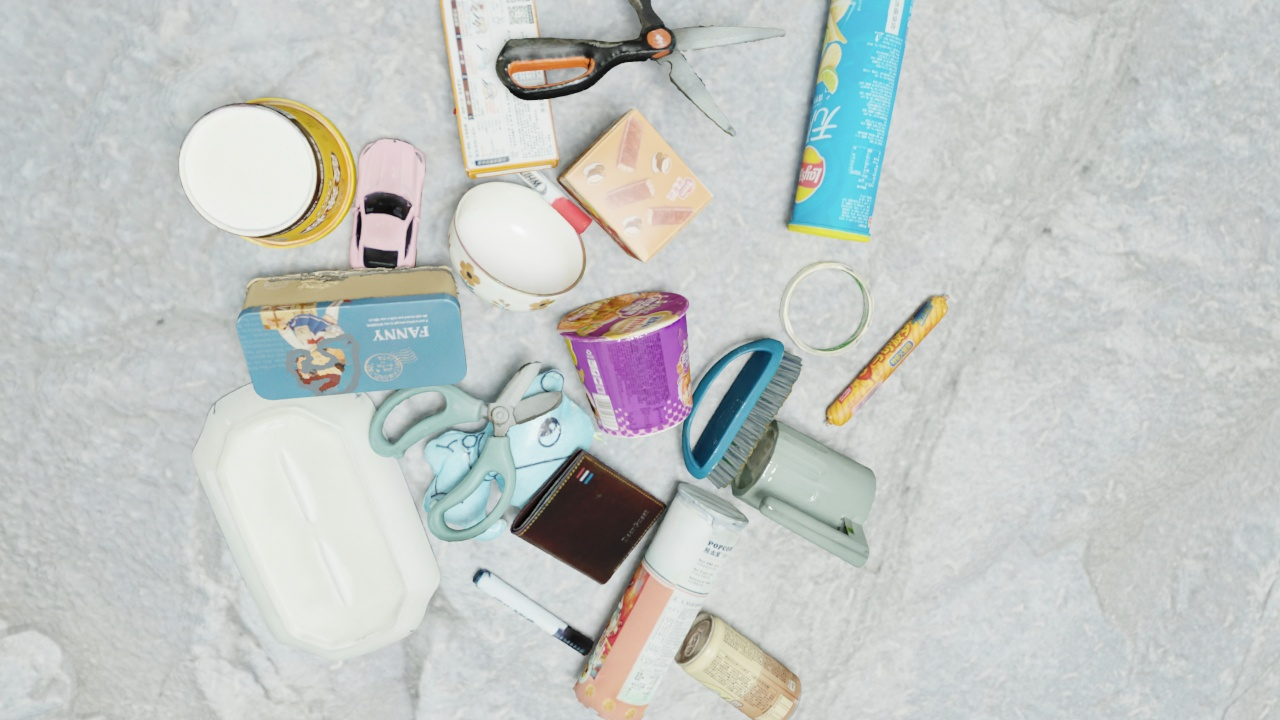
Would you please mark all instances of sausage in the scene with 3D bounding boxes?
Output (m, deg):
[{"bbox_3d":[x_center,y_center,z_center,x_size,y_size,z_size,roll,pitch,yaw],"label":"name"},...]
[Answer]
[{"bbox_3d":[0.229,0.001,0.849,0.021,0.021,0.165,42,91,-13],"label":"sausage"}]

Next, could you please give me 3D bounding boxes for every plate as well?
[{"bbox_3d":[-0.277,0.142,0.788,0.162,0.034,0.266,-18,102,-6],"label":"plate"}]

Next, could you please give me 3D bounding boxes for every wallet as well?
[{"bbox_3d":[-0.043,0.140,0.812,0.096,0.020,0.122,-49,129,3],"label":"wallet"}]

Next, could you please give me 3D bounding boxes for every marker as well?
[{"bbox_3d":[-0.097,-0.159,0.756,0.145,0.017,0.017,43,91,-1],"label":"marker"},{"bbox_3d":[-0.097,0.231,0.840,0.130,0.018,0.023,38,136,-14],"label":"marker"}]

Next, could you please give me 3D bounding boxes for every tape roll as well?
[{"bbox_3d":[0.170,-0.046,0.836,0.085,0.014,0.086,-2,100,-9],"label":"tape roll"}]

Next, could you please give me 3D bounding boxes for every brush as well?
[{"bbox_3d":[0.082,0.041,0.816,0.073,0.055,0.144,31,94,-14],"label":"brush"}]

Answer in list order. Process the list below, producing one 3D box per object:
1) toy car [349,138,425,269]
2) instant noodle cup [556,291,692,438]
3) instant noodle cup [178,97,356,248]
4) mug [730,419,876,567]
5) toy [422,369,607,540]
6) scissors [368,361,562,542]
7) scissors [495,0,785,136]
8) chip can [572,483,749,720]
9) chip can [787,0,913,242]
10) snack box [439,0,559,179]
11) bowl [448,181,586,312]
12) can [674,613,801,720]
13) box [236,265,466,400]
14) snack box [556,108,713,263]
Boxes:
[{"bbox_3d":[-0.208,-0.120,0.751,0.056,0.037,0.122,6,98,-12],"label":"toy car"},{"bbox_3d":[-0.005,0.005,0.775,0.111,0.111,0.099,-16,112,-6],"label":"instant noodle cup"},{"bbox_3d":[-0.283,-0.143,0.695,0.118,0.114,0.118,-2,100,-9],"label":"instant noodle cup"},{"bbox_3d":[0.145,0.119,0.807,0.103,0.123,0.084,29,112,-10],"label":"mug"},{"bbox_3d":[-0.109,0.084,0.798,0.156,0.049,0.161,3,104,-7],"label":"toy"},{"bbox_3d":[-0.134,0.079,0.764,0.177,0.019,0.172,-16,87,6],"label":"scissors"},{"bbox_3d":[-0.005,-0.253,0.708,0.220,0.022,0.233,-24,71,-10],"label":"scissors"},{"bbox_3d":[0.018,0.222,0.831,0.071,0.071,0.215,26,95,-13],"label":"chip can"},{"bbox_3d":[0.178,-0.209,0.779,0.071,0.071,0.210,8,98,-10],"label":"chip can"},{"bbox_3d":[-0.113,-0.227,0.735,0.075,0.026,0.153,-9,89,-6],"label":"snack box"},{"bbox_3d":[-0.108,-0.083,0.750,0.113,0.113,0.062,32,135,-13],"label":"bowl"},{"bbox_3d":[0.092,0.292,0.862,0.116,0.058,0.058,39,92,-14],"label":"can"},{"bbox_3d":[-0.222,-0.024,0.740,0.184,0.062,0.090,-6,127,-5],"label":"box"},{"bbox_3d":[-0.007,-0.141,0.749,0.077,0.093,0.094,-44,104,0],"label":"snack box"}]
